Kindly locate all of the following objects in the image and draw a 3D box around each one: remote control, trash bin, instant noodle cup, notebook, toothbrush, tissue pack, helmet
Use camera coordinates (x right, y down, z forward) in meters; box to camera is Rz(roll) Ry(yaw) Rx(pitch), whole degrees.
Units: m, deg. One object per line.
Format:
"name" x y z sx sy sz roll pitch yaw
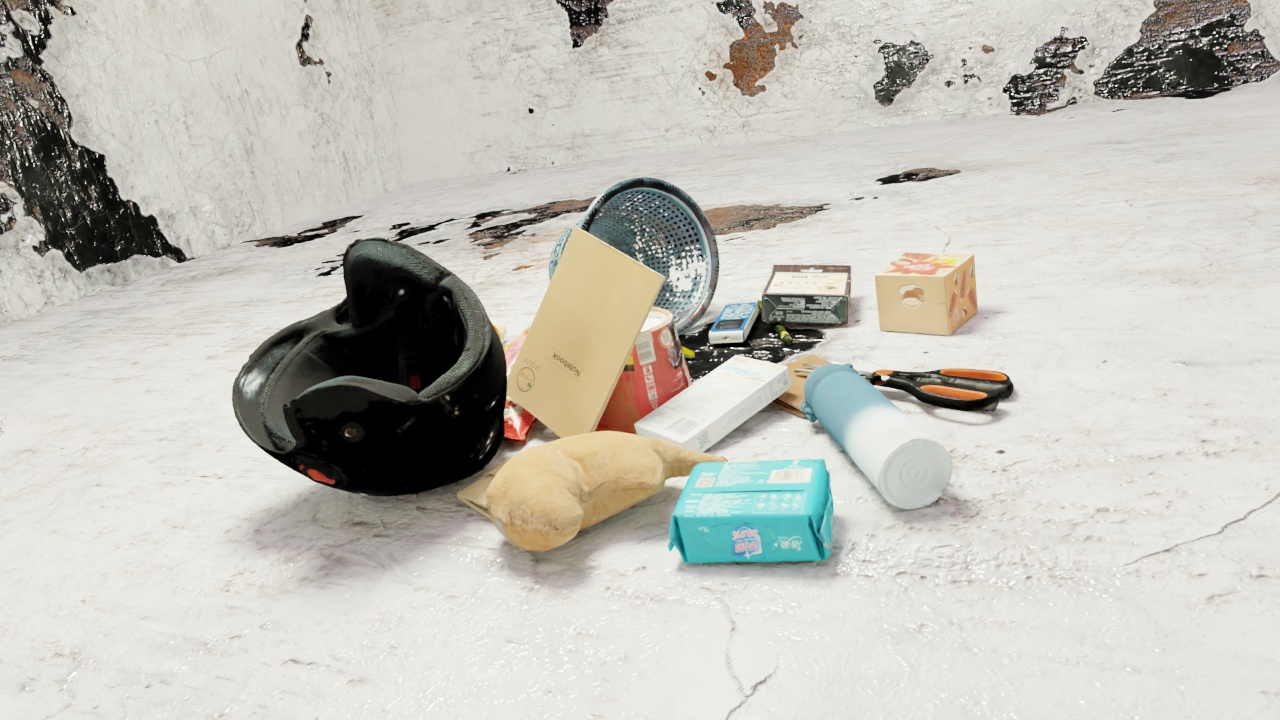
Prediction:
"remote control" 0.130 -0.051 1.253 0.049 0.024 0.124 -4 20 19
"trash bin" -0.030 -0.137 1.340 0.226 0.226 0.195 -21 9 -27
"instant noodle cup" -0.006 0.006 1.040 0.138 0.109 0.137 -9 19 3
"notebook" -0.066 -0.024 0.993 0.148 0.208 0.008 34 14 37
"toothbrush" 0.184 -0.054 1.253 0.017 0.012 0.185 -1 19 -4
"tissue pack" 0.090 0.123 0.751 0.134 0.050 0.093 -4 22 20
"helmet" -0.267 0.028 0.947 0.275 0.230 0.232 -12 43 15

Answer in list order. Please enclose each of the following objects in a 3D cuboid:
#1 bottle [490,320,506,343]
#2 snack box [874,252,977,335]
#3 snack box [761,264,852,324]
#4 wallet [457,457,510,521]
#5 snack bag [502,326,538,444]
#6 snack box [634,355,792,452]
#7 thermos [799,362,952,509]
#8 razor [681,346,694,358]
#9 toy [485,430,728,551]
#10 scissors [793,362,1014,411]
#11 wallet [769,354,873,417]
"bottle" -0.244 -0.028 1.342 0.067 0.067 0.149 0 15 28
"snack box" 0.358 -0.085 1.148 0.093 0.077 0.094 7 27 40
"snack box" 0.229 -0.091 1.253 0.113 0.053 0.125 3 19 15
"wallet" -0.119 0.119 0.916 0.114 0.024 0.087 -27 24 -36
"snack bag" -0.145 0.025 1.106 0.129 0.073 0.207 12 43 25
"snack box" 0.078 0.047 0.971 0.156 0.027 0.085 -32 27 -28
"thermos" 0.208 0.061 0.846 0.070 0.070 0.220 -12 19 -5
"razor" 0.008 -0.011 1.208 0.133 0.028 0.043 0 18 23
"toy" -0.031 0.105 0.836 0.225 0.082 0.143 -18 24 -29
"scissors" 0.279 0.020 0.974 0.160 0.022 0.234 -13 19 -26
"wallet" 0.185 0.027 1.018 0.101 0.020 0.115 -19 24 -23
